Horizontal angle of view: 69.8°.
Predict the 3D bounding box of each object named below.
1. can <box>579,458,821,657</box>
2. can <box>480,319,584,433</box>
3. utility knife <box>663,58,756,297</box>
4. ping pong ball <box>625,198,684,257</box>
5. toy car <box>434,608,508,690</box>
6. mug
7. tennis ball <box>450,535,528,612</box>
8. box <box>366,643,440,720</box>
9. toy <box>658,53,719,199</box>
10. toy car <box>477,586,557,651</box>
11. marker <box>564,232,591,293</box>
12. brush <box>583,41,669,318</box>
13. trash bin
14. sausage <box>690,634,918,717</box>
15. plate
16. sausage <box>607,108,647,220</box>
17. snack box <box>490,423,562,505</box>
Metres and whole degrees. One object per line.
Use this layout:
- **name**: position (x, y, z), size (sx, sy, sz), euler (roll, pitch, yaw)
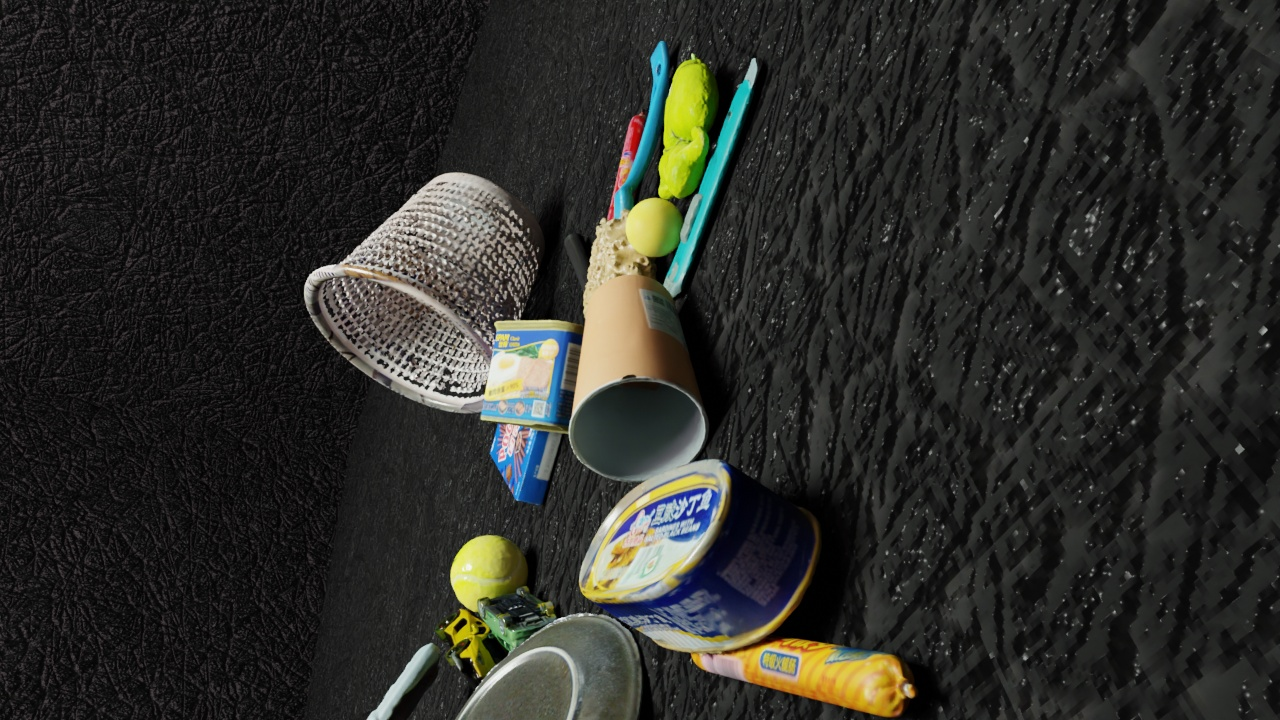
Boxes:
- **can**: position (0.021, 0.091, 0.426), size (0.074, 0.049, 0.148), euler (-62, 13, -24)
- **can**: position (-0.081, 0.014, 0.746), size (0.102, 0.057, 0.083), euler (2, 80, 45)
- **utility knife**: position (0.044, -0.113, 0.590), size (0.029, 0.013, 0.165), euler (-122, 49, -64)
- **ping pong ball**: position (0.010, -0.091, 0.627), size (0.040, 0.040, 0.040), euler (-167, 91, -71)
- **toy car**: position (-0.127, 0.243, 0.741), size (0.041, 0.071, 0.156), euler (-35, 7, -14)
- **mug**: position (-0.003, 0.003, 0.557), size (0.122, 0.078, 0.078), euler (-94, 26, -52)
- **tennis ball**: position (-0.129, 0.182, 0.782), size (0.065, 0.065, 0.065), euler (-167, 91, -71)
- **box**: position (-0.183, 0.293, 0.773), size (0.202, 0.095, 0.098), euler (118, 159, -62)
- **toy**: position (0.033, -0.159, 0.626), size (0.097, 0.031, 0.100), euler (-147, 69, -73)
- **toy car**: position (-0.095, 0.201, 0.708), size (0.091, 0.043, 0.036), euler (9, 107, 63)
- **marker**: position (-0.050, -0.082, 0.815), size (0.020, 0.022, 0.132), euler (-34, 30, 6)
- **brush**: position (-0.001, -0.138, 0.706), size (0.083, 0.046, 0.254), euler (137, 146, -64)
- **trash bin**: position (-0.207, -0.084, 0.979), size (0.228, 0.227, 0.191), euler (-44, 18, 57)
- **sausage**: position (0.059, 0.124, 0.374), size (0.165, 0.021, 0.021), euler (154, 127, -65)
- **plate**: position (-0.073, 0.223, 0.540), size (0.180, 0.024, 0.179), euler (-35, 26, 20)
- **sausage**: position (-0.014, -0.132, 0.755), size (0.020, 0.020, 0.156), euler (-176, 100, -70)
- **snack box**: position (-0.108, 0.070, 0.860), size (0.157, 0.026, 0.084), euler (-151, 77, -70)
